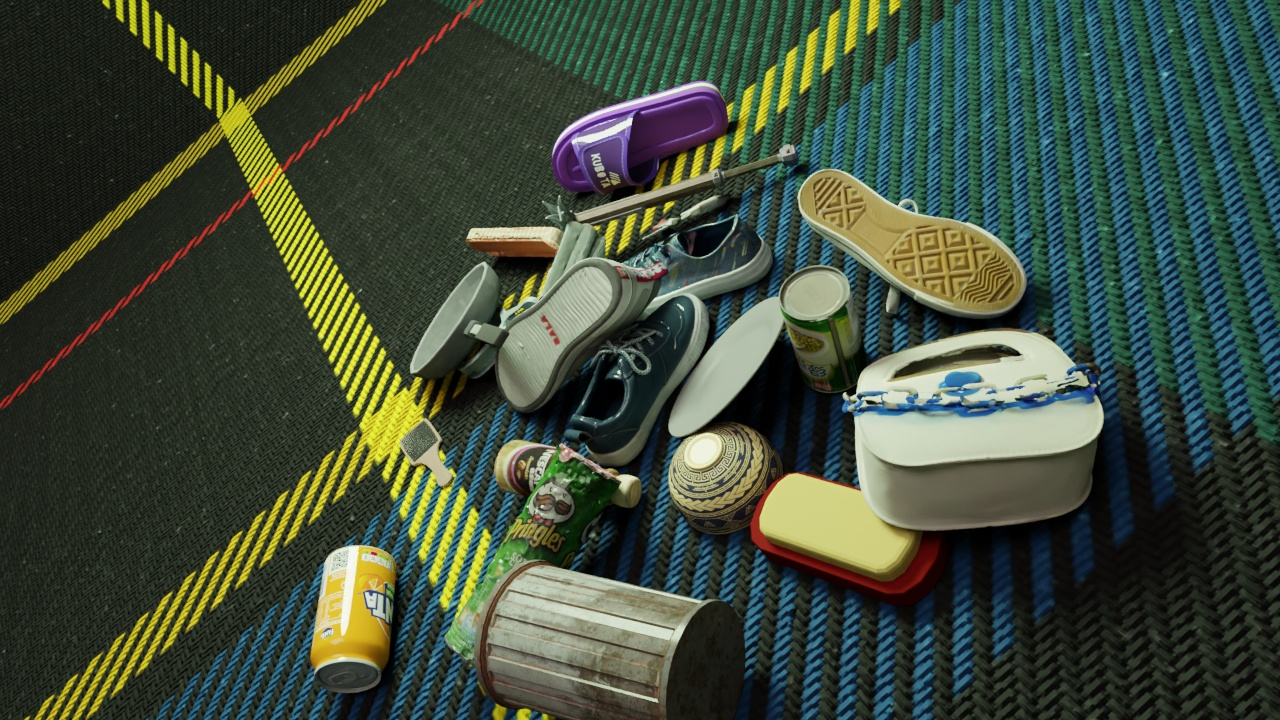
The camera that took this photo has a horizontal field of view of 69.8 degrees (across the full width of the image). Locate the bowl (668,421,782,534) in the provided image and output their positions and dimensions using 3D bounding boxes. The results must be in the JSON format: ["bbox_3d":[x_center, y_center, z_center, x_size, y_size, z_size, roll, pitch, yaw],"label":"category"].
[{"bbox_3d":[0.073,0.103,0.883,0.113,0.061,0.112,-20,44,21],"label":"bowl"}]

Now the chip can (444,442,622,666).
[{"bbox_3d":[-0.105,0.194,0.893,0.075,0.075,0.223,25,82,46],"label":"chip can"}]

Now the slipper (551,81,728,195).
[{"bbox_3d":[-0.006,-0.294,1.277,0.267,0.107,0.083,-17,45,17],"label":"slipper"}]

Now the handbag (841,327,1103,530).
[{"bbox_3d":[0.269,0.034,0.760,0.201,0.093,0.199,-9,37,9],"label":"handbag"}]

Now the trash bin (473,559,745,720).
[{"bbox_3d":[-0.033,0.247,0.779,0.212,0.131,0.130,1,54,35],"label":"trash bin"}]

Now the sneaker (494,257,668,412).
[{"bbox_3d":[-0.073,-0.033,1.075,0.264,0.128,0.096,-44,73,37],"label":"sneaker"}]

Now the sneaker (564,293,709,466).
[{"bbox_3d":[-0.006,0.006,1.009,0.089,0.087,0.235,6,57,39],"label":"sneaker"}]

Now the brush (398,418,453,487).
[{"bbox_3d":[-0.269,0.118,1.157,0.050,0.015,0.136,-43,41,-6],"label":"brush"}]

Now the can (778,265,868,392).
[{"bbox_3d":[0.176,-0.028,0.878,0.067,0.121,0.067,-12,51,15],"label":"can"}]

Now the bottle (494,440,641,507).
[{"bbox_3d":[-0.076,0.126,0.977,0.166,0.060,0.059,8,58,30],"label":"bottle"}]

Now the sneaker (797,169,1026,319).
[{"bbox_3d":[0.266,-0.109,0.917,0.241,0.088,0.118,35,89,24],"label":"sneaker"}]

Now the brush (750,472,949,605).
[{"bbox_3d":[0.172,0.145,0.786,0.174,0.042,0.082,12,61,42],"label":"brush"}]

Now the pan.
[{"bbox_3d":[-0.210,-0.038,1.149,0.178,0.041,0.358,-58,21,-6],"label":"pan"}]

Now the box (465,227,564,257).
[{"bbox_3d":[-0.163,-0.164,1.299,0.187,0.083,0.043,7,72,38],"label":"box"}]

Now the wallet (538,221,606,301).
[{"bbox_3d":[-0.087,-0.097,1.157,0.054,0.100,0.131,15,60,13],"label":"wallet"}]

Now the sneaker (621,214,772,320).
[{"bbox_3d":[0.035,-0.112,1.094,0.236,0.079,0.087,-12,47,28],"label":"sneaker"}]

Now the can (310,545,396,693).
[{"bbox_3d":[-0.309,0.277,0.992,0.079,0.079,0.142,-26,42,15],"label":"can"}]

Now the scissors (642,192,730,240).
[{"bbox_3d":[0.050,-0.175,1.128,0.179,0.015,0.194,-28,9,-21],"label":"scissors"}]

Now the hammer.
[{"bbox_3d":[0.048,-0.215,1.174,0.317,0.147,0.028,-15,76,12],"label":"hammer"}]

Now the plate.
[{"bbox_3d":[0.091,0.009,0.938,0.179,0.012,0.178,-49,12,14],"label":"plate"}]

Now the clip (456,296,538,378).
[{"bbox_3d":[-0.173,-0.055,1.195,0.172,0.029,0.141,-30,34,44],"label":"clip"}]
